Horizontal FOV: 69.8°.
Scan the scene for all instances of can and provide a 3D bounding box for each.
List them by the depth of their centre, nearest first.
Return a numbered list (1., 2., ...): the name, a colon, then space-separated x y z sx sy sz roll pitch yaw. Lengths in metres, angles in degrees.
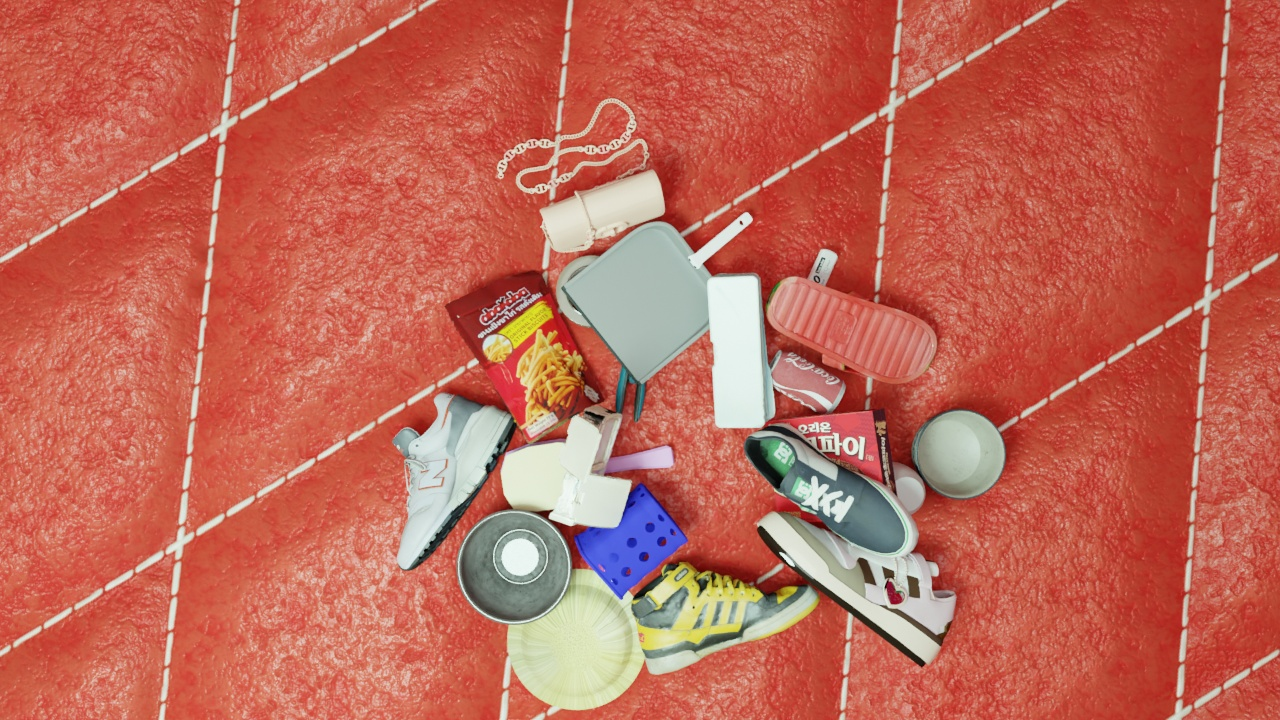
1. can: 0.215 0.028 1.203 0.096 0.054 0.054 29 88 0

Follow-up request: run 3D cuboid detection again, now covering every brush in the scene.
1. brush: -0.069 0.143 1.201 0.228 0.043 0.089 -9 88 -1

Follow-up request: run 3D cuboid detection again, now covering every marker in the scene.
1. marker: 0.226 -0.087 1.221 0.025 0.025 0.126 25 88 0

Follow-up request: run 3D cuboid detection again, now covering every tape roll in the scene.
1. tape roll: -0.064 -0.090 1.215 0.094 0.030 0.093 0 88 -1

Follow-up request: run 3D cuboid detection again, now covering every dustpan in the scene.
1. dustpan: 0.046 -0.111 1.201 0.257 0.033 0.163 -40 99 -14

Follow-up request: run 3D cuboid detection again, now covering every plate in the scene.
1. plate: -0.083 0.369 1.197 0.184 0.036 0.184 0 88 -1

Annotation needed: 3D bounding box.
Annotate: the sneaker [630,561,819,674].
1. sneaker: 0.099 0.303 1.175 0.238 0.086 0.122 -23 93 2

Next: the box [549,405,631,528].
1. box: -0.056 0.134 1.082 0.081 0.181 0.143 18 94 11

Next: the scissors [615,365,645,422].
1. scissors: -0.003 0.011 1.219 0.130 0.019 0.135 -39 97 -10

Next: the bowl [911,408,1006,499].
1. bowl: 0.408 0.121 1.199 0.115 0.059 0.115 0 88 -1

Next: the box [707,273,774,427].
1. box: 0.126 -0.012 1.169 0.072 0.086 0.199 -15 104 -40

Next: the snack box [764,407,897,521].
1. snack box: 0.241 0.135 1.164 0.152 0.035 0.132 -9 88 39

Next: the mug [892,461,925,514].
1. mug: 0.320 0.183 1.181 0.071 0.089 0.107 29 88 0

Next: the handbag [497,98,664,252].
1. handbag: -0.079 -0.242 1.176 0.199 0.116 0.187 -20 88 -1

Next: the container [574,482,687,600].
1. container: -0.012 0.228 1.174 0.113 0.085 0.084 -40 105 -3

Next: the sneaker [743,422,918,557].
1. sneaker: 0.221 0.160 1.106 0.235 0.078 0.084 37 114 30

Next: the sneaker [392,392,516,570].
1. sneaker: -0.270 0.143 1.185 0.124 0.089 0.239 34 80 5

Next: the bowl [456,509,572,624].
1. bowl: -0.159 0.259 1.183 0.145 0.067 0.145 0 90 0

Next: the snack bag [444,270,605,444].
1. snack bag: -0.147 -0.008 1.193 0.138 0.067 0.208 -29 86 -23

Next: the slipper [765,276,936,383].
1. slipper: 0.270 -0.040 1.203 0.248 0.059 0.103 19 91 -14

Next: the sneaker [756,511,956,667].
1. sneaker: 0.284 0.260 1.153 0.294 0.112 0.116 38 86 -9
